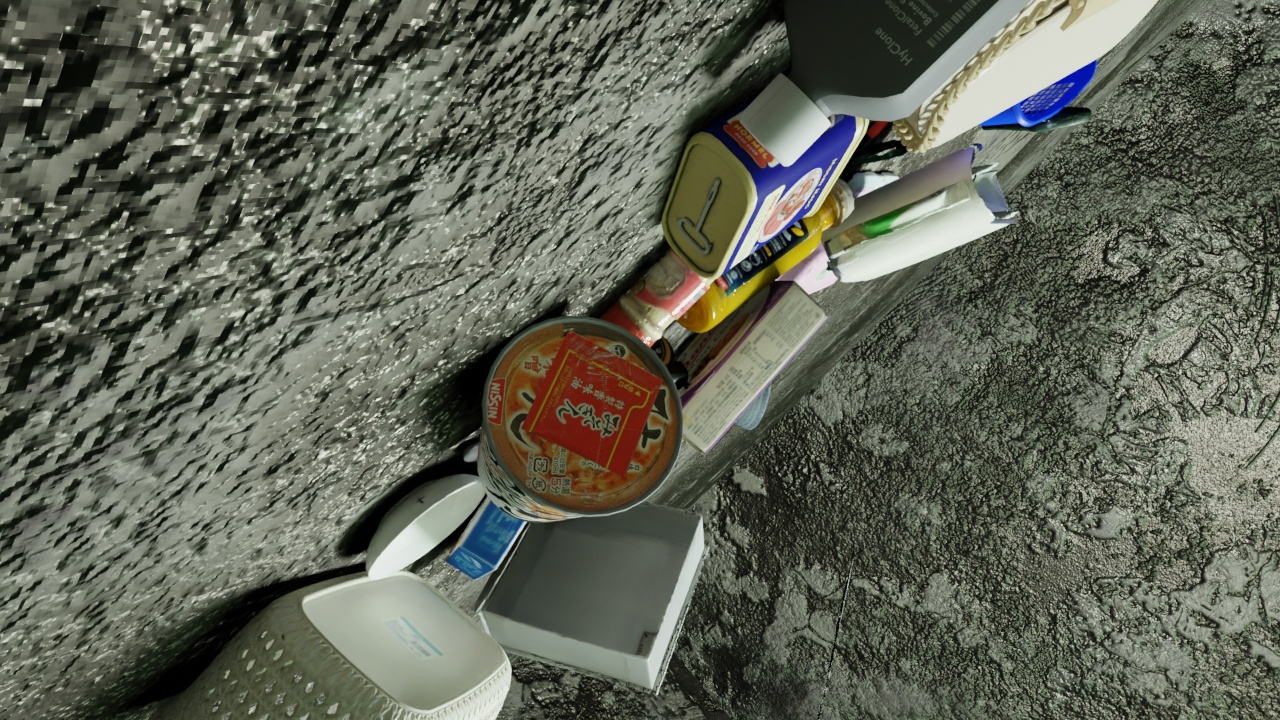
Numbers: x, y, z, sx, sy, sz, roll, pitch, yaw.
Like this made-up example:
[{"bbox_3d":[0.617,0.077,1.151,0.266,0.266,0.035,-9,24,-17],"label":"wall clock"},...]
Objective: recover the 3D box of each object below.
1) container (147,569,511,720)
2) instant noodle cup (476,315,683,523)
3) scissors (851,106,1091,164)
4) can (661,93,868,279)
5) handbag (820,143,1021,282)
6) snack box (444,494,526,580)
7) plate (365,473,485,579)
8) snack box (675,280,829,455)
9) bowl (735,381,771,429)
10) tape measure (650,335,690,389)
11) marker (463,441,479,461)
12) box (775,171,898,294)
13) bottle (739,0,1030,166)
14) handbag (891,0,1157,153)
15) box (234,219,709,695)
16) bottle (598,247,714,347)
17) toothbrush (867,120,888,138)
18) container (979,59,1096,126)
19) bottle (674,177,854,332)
[{"bbox_3d":[-0.200,0.246,0.641,0.143,0.184,0.246,-53,168,2],"label":"container"},{"bbox_3d":[-0.052,0.051,0.594,0.123,0.123,0.122,-36,175,-29],"label":"instant noodle cup"},{"bbox_3d":[0.293,-0.201,0.796,0.201,0.015,0.203,-28,-159,-39],"label":"scissors"},{"bbox_3d":[0.069,-0.109,0.544,0.092,0.056,0.116,-36,166,-23],"label":"can"},{"bbox_3d":[0.224,-0.124,0.783,0.152,0.074,0.175,-23,174,37],"label":"handbag"},{"bbox_3d":[-0.110,0.122,0.712,0.087,0.034,0.152,-58,-176,-21],"label":"snack box"},{"bbox_3d":[-0.157,0.112,0.656,0.104,0.026,0.104,-40,167,-12],"label":"plate"},{"bbox_3d":[0.071,0.000,0.748,0.143,0.040,0.148,-48,-170,-2],"label":"snack box"},{"bbox_3d":[0.085,0.001,0.930,0.057,0.137,0.137,3,154,-11],"label":"bowl"},{"bbox_3d":[-0.004,0.004,0.685,0.061,0.061,0.034,-16,154,-31],"label":"tape measure"},{"bbox_3d":[-0.098,0.061,0.702,0.138,0.016,0.022,-2,107,-71],"label":"marker"},{"bbox_3d":[0.208,-0.130,0.964,0.153,0.038,0.200,-50,167,27],"label":"box"},{"bbox_3d":[0.120,-0.168,0.440,0.174,0.083,0.046,-45,168,14],"label":"bottle"},{"bbox_3d":[0.242,-0.240,0.567,0.210,0.103,0.209,-29,165,-9],"label":"handbag"},{"bbox_3d":[-0.106,0.089,0.774,0.174,0.422,0.167,-11,-144,33],"label":"box"},{"bbox_3d":[0.015,-0.044,0.626,0.109,0.044,0.044,-45,168,8],"label":"bottle"},{"bbox_3d":[0.233,-0.248,0.697,0.012,0.018,0.213,-33,168,-37],"label":"toothbrush"},{"bbox_3d":[0.302,-0.244,0.732,0.114,0.096,0.058,-36,-154,-24],"label":"container"},{"bbox_3d":[0.097,-0.088,0.709,0.185,0.053,0.053,-36,166,-30],"label":"bottle"}]
